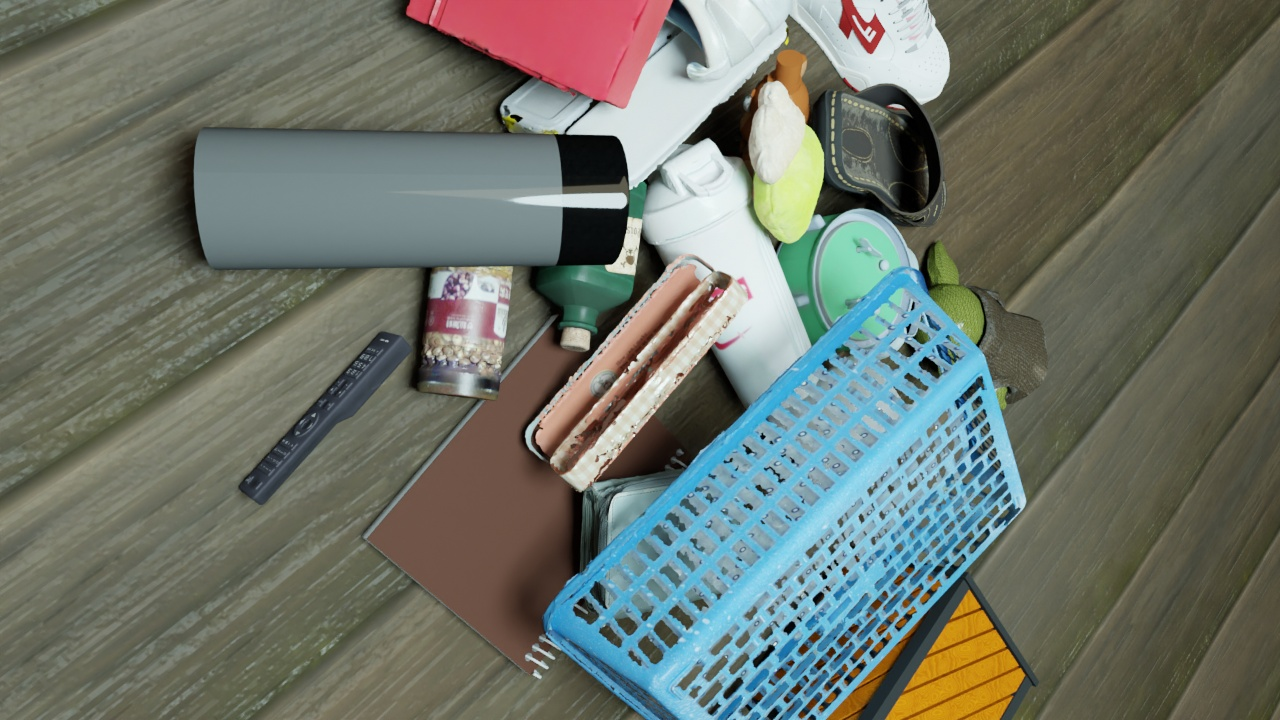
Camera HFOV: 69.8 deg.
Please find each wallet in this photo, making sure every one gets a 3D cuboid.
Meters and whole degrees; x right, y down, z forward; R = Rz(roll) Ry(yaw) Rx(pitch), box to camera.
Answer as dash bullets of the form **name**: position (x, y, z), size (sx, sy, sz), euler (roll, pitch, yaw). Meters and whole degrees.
- **wallet**: position (0.015, 0.133, 0.686), size (0.131, 0.054, 0.100), euler (-2, 95, -41)

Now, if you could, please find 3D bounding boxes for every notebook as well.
- **notebook**: position (-0.070, 0.101, 0.680), size (0.171, 0.022, 0.208), euler (47, 67, -21)

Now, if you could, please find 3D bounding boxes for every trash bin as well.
- **trash bin**: position (0.210, 0.279, 0.785), size (0.171, 0.140, 0.140), euler (-46, 112, -24)

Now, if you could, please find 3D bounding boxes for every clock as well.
- **clock**: position (0.197, -0.063, 0.815), size (0.161, 0.075, 0.121), euler (19, 80, -31)

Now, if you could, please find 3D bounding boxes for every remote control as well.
- **remote control**: position (-0.201, 0.036, 0.592), size (0.136, 0.032, 0.015), euler (-52, 126, -21)

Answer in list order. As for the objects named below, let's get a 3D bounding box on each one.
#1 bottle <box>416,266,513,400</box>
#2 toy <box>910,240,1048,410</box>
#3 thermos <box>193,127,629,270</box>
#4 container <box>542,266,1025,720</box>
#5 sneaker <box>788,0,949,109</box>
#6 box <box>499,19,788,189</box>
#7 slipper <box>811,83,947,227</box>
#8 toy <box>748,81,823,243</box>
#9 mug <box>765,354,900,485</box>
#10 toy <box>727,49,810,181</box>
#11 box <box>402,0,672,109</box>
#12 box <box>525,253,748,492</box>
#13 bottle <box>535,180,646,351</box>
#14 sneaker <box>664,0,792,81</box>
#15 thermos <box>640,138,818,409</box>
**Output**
- **bottle**: position (-0.119, -0.028, 0.628), size (0.056, 0.056, 0.105), euler (9, 85, -32)
- **toy**: position (0.327, -0.019, 0.894), size (0.152, 0.078, 0.179), euler (24, 53, -26)
- **thermos**: position (-0.133, -0.098, 0.560), size (0.240, 0.082, 0.082), euler (-2, 91, -13)
- **container**: position (0.135, 0.141, 0.673), size (0.362, 0.089, 0.257), euler (-44, 133, -8)
- **sneaker**: position (0.214, -0.315, 0.810), size (0.236, 0.104, 0.090), euler (35, 72, -27)
- **box**: position (0.005, -0.214, 0.678), size (0.209, 0.130, 0.036), euler (-46, 156, -24)
- **slipper**: position (0.228, -0.175, 0.798), size (0.267, 0.076, 0.113), euler (3, 87, -55)
- **toy**: position (0.104, -0.147, 0.667), size (0.115, 0.046, 0.092), euler (60, 43, -47)
- **mug**: position (0.168, 0.057, 0.787), size (0.097, 0.112, 0.078), euler (-34, 65, 0)
- **toy**: position (0.102, -0.190, 0.728), size (0.065, 0.128, 0.094), euler (27, 62, 16)
- **box**: position (-0.035, -0.286, 0.587), size (0.164, 0.153, 0.215), euler (18, 104, -33)
- **box**: position (-0.003, 0.005, 0.647), size (0.187, 0.083, 0.042), euler (-49, 123, -7)
- **bottle**: position (-0.039, -0.072, 0.669), size (0.061, 0.061, 0.131), euler (15, 77, -33)
- **sneaker**: position (-0.011, -0.292, 0.647), size (0.242, 0.089, 0.091), euler (44, 96, 10)
- **thermos**: position (0.074, -0.067, 0.728), size (0.099, 0.099, 0.220), euler (-40, 113, -26)
